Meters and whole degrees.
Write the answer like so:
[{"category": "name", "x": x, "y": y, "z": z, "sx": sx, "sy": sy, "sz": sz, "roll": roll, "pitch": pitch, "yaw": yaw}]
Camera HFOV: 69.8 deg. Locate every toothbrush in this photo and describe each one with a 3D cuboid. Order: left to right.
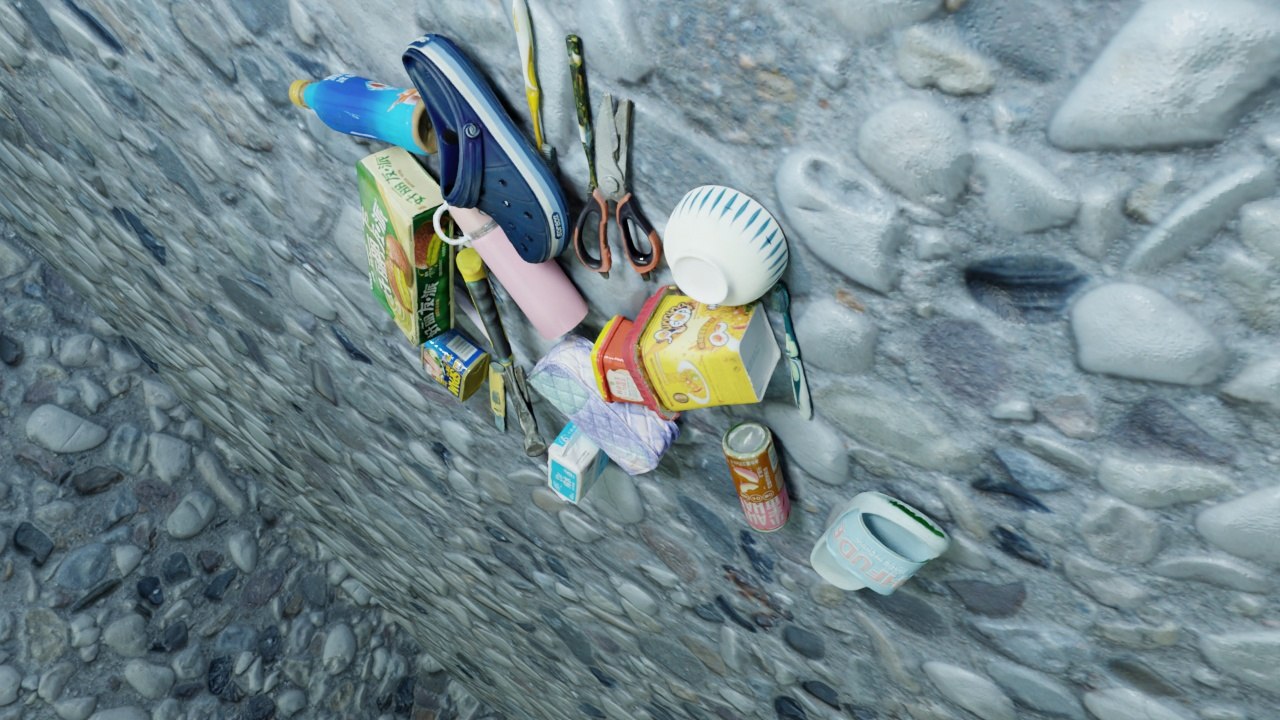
[{"category": "toothbrush", "x": -0.227, "y": -0.070, "z": 1.233, "sx": 0.189, "sy": 0.021, "sz": 0.029, "roll": 56, "pitch": -176, "yaw": -29}, {"category": "toothbrush", "x": -0.098, "y": -0.253, "z": 0.854, "sx": 0.018, "sy": 0.016, "sz": 0.192, "roll": 16, "pitch": 144, "yaw": 15}, {"category": "toothbrush", "x": -0.053, "y": -0.216, "z": 0.853, "sx": 0.012, "sy": 0.017, "sz": 0.186, "roll": 14, "pitch": 144, "yaw": 15}, {"category": "toothbrush", "x": 0.152, "y": -0.002, "z": 0.919, "sx": 0.016, "sy": 0.018, "sz": 0.192, "roll": 16, "pitch": 142, "yaw": 33}]

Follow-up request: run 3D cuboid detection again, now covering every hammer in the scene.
[{"category": "hammer", "x": -0.177, "y": -0.016, "z": 1.164, "sx": 0.324, "sy": 0.032, "sz": 0.126, "roll": 79, "pitch": 170, "yaw": -49}]

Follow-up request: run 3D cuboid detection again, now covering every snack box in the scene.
[{"category": "snack box", "x": -0.282, "y": -0.134, "z": 1.120, "sx": 0.114, "sy": 0.063, "sz": 0.241, "roll": 48, "pitch": 150, "yaw": 21}, {"category": "snack box", "x": -0.006, "y": 0.006, "z": 1.042, "sx": 0.080, "sy": 0.081, "sz": 0.091, "roll": 14, "pitch": 144, "yaw": 19}]

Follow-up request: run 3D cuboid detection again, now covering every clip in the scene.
[{"category": "clip", "x": -0.199, "y": -0.092, "z": 1.175, "sx": 0.026, "sy": 0.041, "sz": 0.058, "roll": 14, "pitch": 141, "yaw": 38}]

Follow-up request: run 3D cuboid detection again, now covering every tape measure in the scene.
[{"category": "tape measure", "x": -0.199, "y": -0.135, "z": 1.102, "sx": 0.066, "sy": 0.033, "sz": 0.066, "roll": 43, "pitch": 149, "yaw": -4}]

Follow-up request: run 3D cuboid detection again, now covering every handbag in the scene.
[{"category": "handbag", "x": -0.044, "y": 0.056, "z": 1.152, "sx": 0.194, "sy": 0.075, "sz": 0.134, "roll": 45, "pitch": 154, "yaw": -8}]

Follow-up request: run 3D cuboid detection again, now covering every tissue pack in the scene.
[{"category": "tissue pack", "x": -0.086, "y": 0.132, "z": 1.281, "sx": 0.063, "sy": 0.089, "sz": 0.140, "roll": 31, "pitch": 149, "yaw": 13}]

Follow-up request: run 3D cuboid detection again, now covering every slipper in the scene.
[{"category": "slipper", "x": -0.158, "y": -0.195, "z": 0.907, "sx": 0.253, "sy": 0.095, "sz": 0.105, "roll": 59, "pitch": 164, "yaw": -25}, {"category": "slipper", "x": 0.257, "y": 0.222, "z": 1.052, "sx": 0.104, "sy": 0.074, "sz": 0.246, "roll": 37, "pitch": 151, "yaw": 5}]

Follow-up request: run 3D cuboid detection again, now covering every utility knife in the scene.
[{"category": "utility knife", "x": -0.215, "y": 0.057, "z": 1.398, "sx": 0.031, "sy": 0.020, "sz": 0.199, "roll": 36, "pitch": 154, "yaw": 16}]

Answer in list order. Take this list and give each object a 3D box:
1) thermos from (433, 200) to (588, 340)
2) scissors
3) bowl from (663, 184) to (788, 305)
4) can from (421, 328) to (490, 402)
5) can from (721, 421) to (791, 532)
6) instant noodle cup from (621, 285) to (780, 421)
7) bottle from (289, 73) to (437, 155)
[{"category": "thermos", "x": -0.146, "y": -0.110, "z": 1.027, "sx": 0.198, "sy": 0.087, "sz": 0.067, "roll": 53, "pitch": 166, "yaw": -25}, {"category": "scissors", "x": -0.015, "y": -0.156, "z": 0.884, "sx": 0.197, "sy": 0.015, "sz": 0.206, "roll": 41, "pitch": 138, "yaw": -20}, {"category": "bowl", "x": 0.069, "y": -0.094, "z": 0.838, "sx": 0.116, "sy": 0.066, "sz": 0.117, "roll": 27, "pitch": 148, "yaw": 18}, {"category": "can", "x": -0.272, "y": 0.002, "z": 1.340, "sx": 0.083, "sy": 0.057, "sz": 0.102, "roll": 37, "pitch": 149, "yaw": 7}, {"category": "can", "x": 0.138, "y": 0.138, "z": 1.081, "sx": 0.058, "sy": 0.057, "sz": 0.147, "roll": 15, "pitch": 142, "yaw": 34}, {"category": "instant noodle cup", "x": 0.065, "y": -0.008, "z": 0.925, "sx": 0.124, "sy": 0.115, "sz": 0.116, "roll": 0, "pitch": 133, "yaw": 32}, {"category": "bottle", "x": -0.300, "y": -0.273, "z": 0.992, "sx": 0.219, "sy": 0.065, "sz": 0.065, "roll": 20, "pitch": 145, "yaw": 28}]
